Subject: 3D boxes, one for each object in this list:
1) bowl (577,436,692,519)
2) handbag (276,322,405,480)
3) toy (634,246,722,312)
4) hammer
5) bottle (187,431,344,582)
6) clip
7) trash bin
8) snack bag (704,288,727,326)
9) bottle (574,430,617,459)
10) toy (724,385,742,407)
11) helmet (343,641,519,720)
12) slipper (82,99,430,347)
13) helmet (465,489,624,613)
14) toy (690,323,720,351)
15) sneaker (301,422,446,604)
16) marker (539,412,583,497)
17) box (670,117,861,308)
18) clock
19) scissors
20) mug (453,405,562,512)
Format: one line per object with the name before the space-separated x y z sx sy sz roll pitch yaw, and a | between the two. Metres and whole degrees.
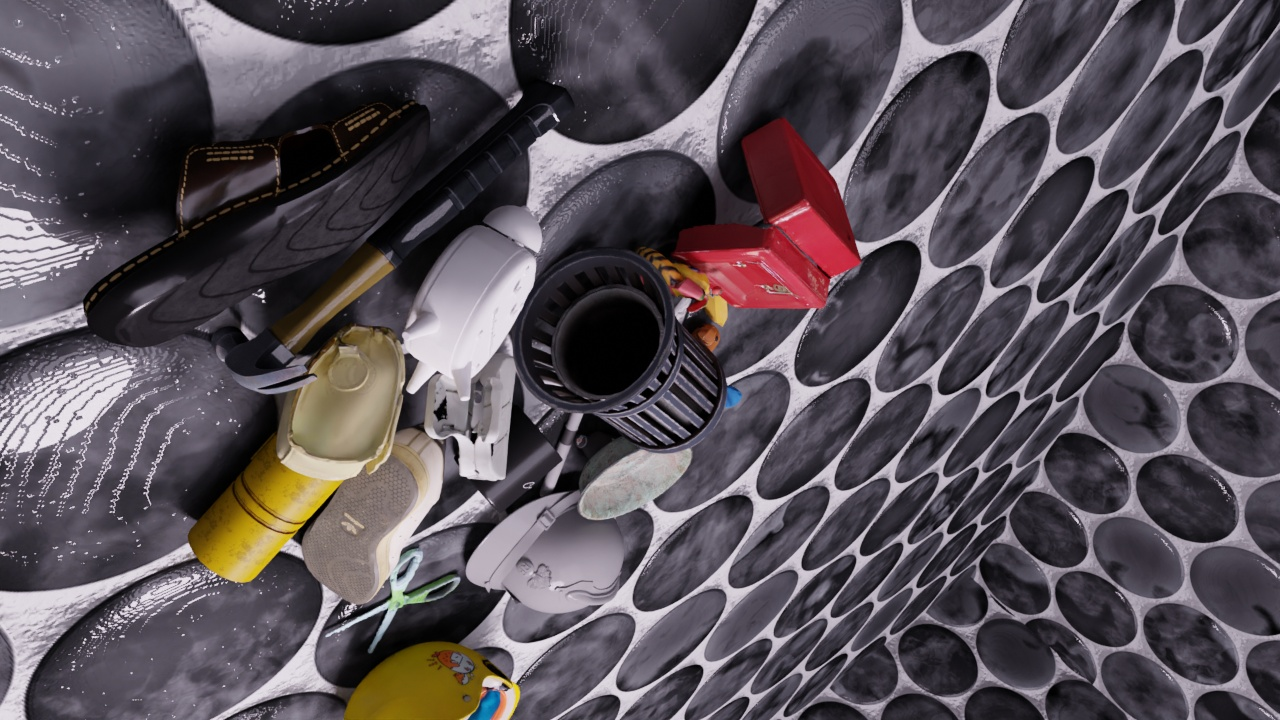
bowl | -0.013 0.133 1.120 0.157 0.038 0.158 -24 150 -15
handbag | -0.234 0.033 0.723 0.081 0.111 0.119 16 161 -22
toy | 0.036 -0.085 0.965 0.103 0.084 0.046 28 98 -35
hammer | -0.178 -0.099 0.700 0.332 0.118 0.025 -45 134 -12
bottle | -0.310 0.108 0.797 0.164 0.071 0.071 -47 148 4
clip | -0.149 0.051 0.873 0.143 0.073 0.124 45 46 -79
trash bin | -0.006 0.006 0.956 0.164 0.164 0.227 -47 151 1
snack bag | 0.089 -0.078 1.090 0.020 0.026 0.099 -35 145 -17
bottle | -0.045 0.108 1.132 0.036 0.036 0.109 -52 147 9
toy | 0.058 0.072 1.187 0.176 0.071 0.113 -8 143 -45
helmet | -0.271 0.435 1.148 0.209 0.139 0.240 -49 160 5
slipper | -0.256 -0.107 0.623 0.267 0.076 0.113 -41 174 -27
helmet | -0.089 0.265 1.168 0.184 0.117 0.270 -51 153 15
toy | 0.060 -0.002 1.136 0.090 0.070 0.103 -48 173 -22
sneaker | -0.255 0.143 0.902 0.242 0.089 0.102 -53 -176 37
marker | -0.095 0.111 1.098 0.016 0.016 0.141 -10 134 -43
box | 0.151 -0.155 0.991 0.157 0.154 0.168 33 71 -51
clock | -0.134 -0.046 0.772 0.160 0.073 0.126 -59 177 -28
scissors | -0.287 0.280 1.073 0.171 0.022 0.174 -20 145 -39
mug | -0.142 0.109 0.997 0.088 0.078 0.114 -40 173 -9
